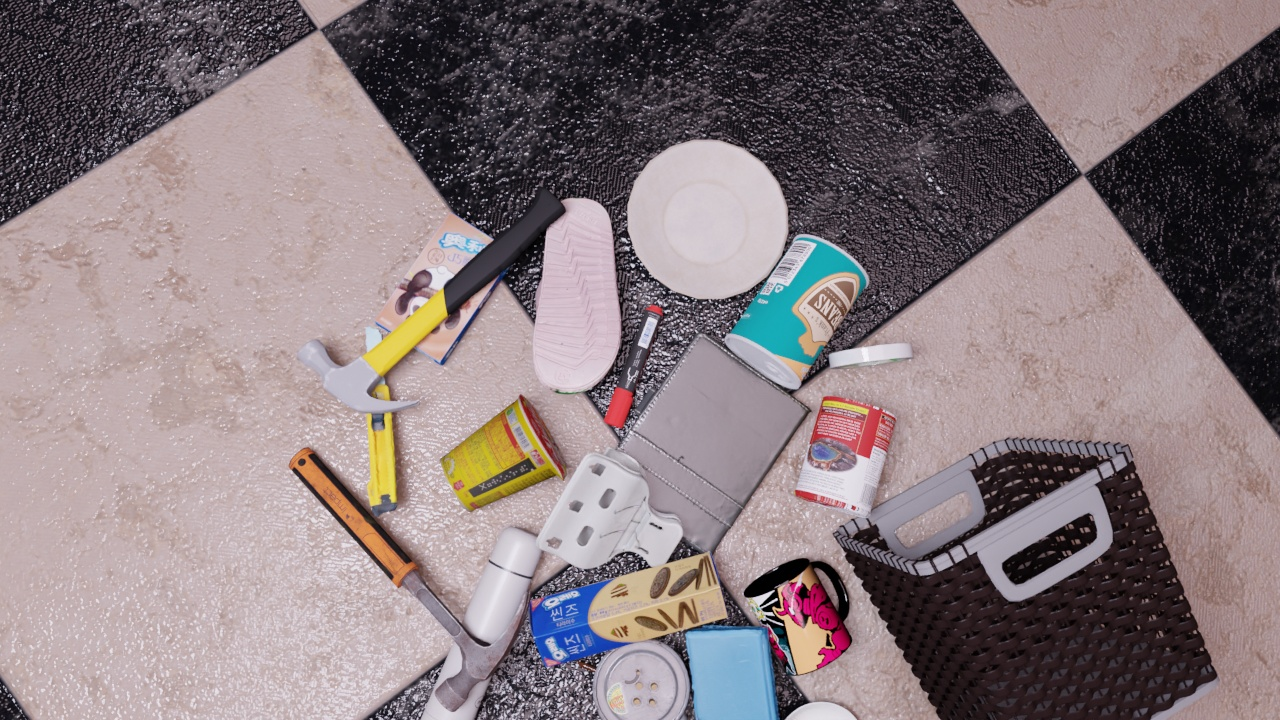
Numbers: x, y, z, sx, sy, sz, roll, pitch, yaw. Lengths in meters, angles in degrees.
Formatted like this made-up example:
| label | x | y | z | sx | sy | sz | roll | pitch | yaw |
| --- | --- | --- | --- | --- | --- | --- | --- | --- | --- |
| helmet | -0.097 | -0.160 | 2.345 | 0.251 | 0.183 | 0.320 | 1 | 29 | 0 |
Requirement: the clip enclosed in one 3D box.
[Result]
| label | x | y | z | sx | sy | sz | roll | pitch | yaw |
| --- | --- | --- | --- | --- | --- | --- | --- | --- | --- |
| clip | -0.028 | 0.165 | 1.005 | 0.152 | 0.099 | 0.126 | 23 | 105 | -29 |

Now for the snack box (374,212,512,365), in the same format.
| label | x | y | z | sx | sy | sz | roll | pitch | yaw |
| --- | --- | --- | --- | --- | --- | --- | --- | --- | --- |
| snack box | -0.218 | -0.080 | 1.030 | 0.087 | 0.034 | 0.151 | 33 | 81 | -1 |

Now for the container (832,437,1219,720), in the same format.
| label | x | y | z | sx | sy | sz | roll | pitch | yaw |
| --- | --- | --- | --- | --- | --- | --- | --- | --- | --- |
| container | 0.395 | 0.247 | 0.960 | 0.247 | 0.246 | 0.243 | -27 | 91 | -8 |

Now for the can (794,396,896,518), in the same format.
| label | x | y | z | sx | sy | sz | roll | pitch | yaw |
| --- | --- | --- | --- | --- | --- | --- | --- | --- | --- |
| can | 0.230 | 0.109 | 1.032 | 0.086 | 0.087 | 0.116 | 19 | 82 | -4 |

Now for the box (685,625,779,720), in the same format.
| label | x | y | z | sx | sy | sz | roll | pitch | yaw |
| --- | --- | --- | --- | --- | --- | --- | --- | --- | --- |
| box | 0.110 | 0.403 | 0.994 | 0.093 | 0.054 | 0.231 | -10 | 85 | 20 |

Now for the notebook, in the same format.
| label | x | y | z | sx | sy | sz | roll | pitch | yaw |
| --- | --- | --- | --- | --- | --- | --- | --- | --- | --- |
| notebook | 0.071 | 0.093 | 1.046 | 0.169 | 0.029 | 0.209 | 36 | 81 | -2 |

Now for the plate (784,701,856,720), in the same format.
| label | x | y | z | sx | sy | sz | roll | pitch | yaw |
| --- | --- | --- | --- | --- | --- | --- | --- | --- | --- |
| plate | 0.198 | 0.432 | 1.026 | 0.104 | 0.026 | 0.104 | 1 | 85 | -6 |

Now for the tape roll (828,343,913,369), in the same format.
| label | x | y | z | sx | sy | sz | roll | pitch | yaw |
| --- | --- | --- | --- | --- | --- | --- | --- | --- | --- |
| tape roll | 0.262 | -0.005 | 1.044 | 0.094 | 0.094 | 0.018 | -6 | 85 | -7 |

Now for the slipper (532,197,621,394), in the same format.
| label | x | y | z | sx | sy | sz | roll | pitch | yaw |
| --- | --- | --- | --- | --- | --- | --- | --- | --- | --- |
| slipper | -0.071 | -0.068 | 1.032 | 0.094 | 0.065 | 0.239 | 4 | 66 | -8 |

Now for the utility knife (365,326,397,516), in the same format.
| label | x | y | z | sx | sy | sz | roll | pitch | yaw |
| --- | --- | --- | --- | --- | --- | --- | --- | --- | --- |
| utility knife | -0.285 | 0.061 | 0.994 | 0.030 | 0.019 | 0.217 | -6 | 65 | -11 |

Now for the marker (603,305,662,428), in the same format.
| label | x | y | z | sx | sy | sz | roll | pitch | yaw |
| --- | --- | --- | --- | --- | --- | --- | --- | --- | --- |
| marker | -0.006 | 0.006 | 1.050 | 0.023 | 0.021 | 0.145 | 16 | 81 | 33 |

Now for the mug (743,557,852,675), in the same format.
| label | x | y | z | sx | sy | sz | roll | pitch | yaw |
| --- | --- | --- | --- | --- | --- | --- | --- | --- | --- |
| mug | 0.186 | 0.274 | 1.021 | 0.117 | 0.082 | 0.098 | -27 | 87 | -36 |

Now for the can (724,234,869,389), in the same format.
| label | x | y | z | sx | sy | sz | roll | pitch | yaw |
| --- | --- | --- | --- | --- | --- | --- | --- | --- | --- |
| can | 0.176 | -0.055 | 1.037 | 0.099 | 0.099 | 0.144 | 36 | 81 | -2 |

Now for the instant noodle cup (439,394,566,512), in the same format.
| label | x | y | z | sx | sy | sz | roll | pitch | yaw |
| --- | --- | --- | --- | --- | --- | --- | --- | --- | --- |
| instant noodle cup | -0.152 | 0.106 | 0.994 | 0.112 | 0.100 | 0.100 | -29 | 88 | 2 |

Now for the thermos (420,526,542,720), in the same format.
| label | x | y | z | sx | sy | sz | roll | pitch | yaw |
| --- | --- | --- | --- | --- | --- | --- | --- | --- | --- |
| thermos | -0.167 | 0.289 | 0.988 | 0.052 | 0.052 | 0.224 | 23 | 82 | -4 |

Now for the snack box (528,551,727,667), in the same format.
| label | x | y | z | sx | sy | sz | roll | pitch | yaw |
| --- | --- | --- | --- | --- | --- | --- | --- | --- | --- |
| snack box | -0.014 | 0.267 | 0.983 | 0.207 | 0.057 | 0.056 | -16 | 126 | -1 |

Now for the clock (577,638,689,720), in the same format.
| label | x | y | z | sx | sy | sz | roll | pitch | yaw |
| --- | --- | --- | --- | --- | --- | --- | --- | --- | --- |
| clock | 0.008 | 0.364 | 0.998 | 0.104 | 0.056 | 0.148 | -39 | 87 | -8 |

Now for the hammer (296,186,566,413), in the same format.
| label | x | y | z | sx | sy | sz | roll | pitch | yaw |
| --- | --- | --- | --- | --- | --- | --- | --- | --- | --- |
| hammer | -0.207 | -0.069 | 0.997 | 0.323 | 0.029 | 0.127 | -43 | 87 | -9 |

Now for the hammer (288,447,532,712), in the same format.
| label | x | y | z | sx | sy | sz | roll | pitch | yaw |
| --- | --- | --- | --- | --- | --- | --- | --- | --- | --- |
| hammer | -0.251 | 0.202 | 0.966 | 0.314 | 0.035 | 0.137 | 44 | 85 | 11 |

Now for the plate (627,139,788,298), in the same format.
| label | x | y | z | sx | sy | sz | roll | pitch | yaw |
| --- | --- | --- | --- | --- | --- | --- | --- | --- | --- |
| plate | 0.078 | -0.163 | 1.074 | 0.188 | 0.027 | 0.188 | 1 | 84 | -6 |
